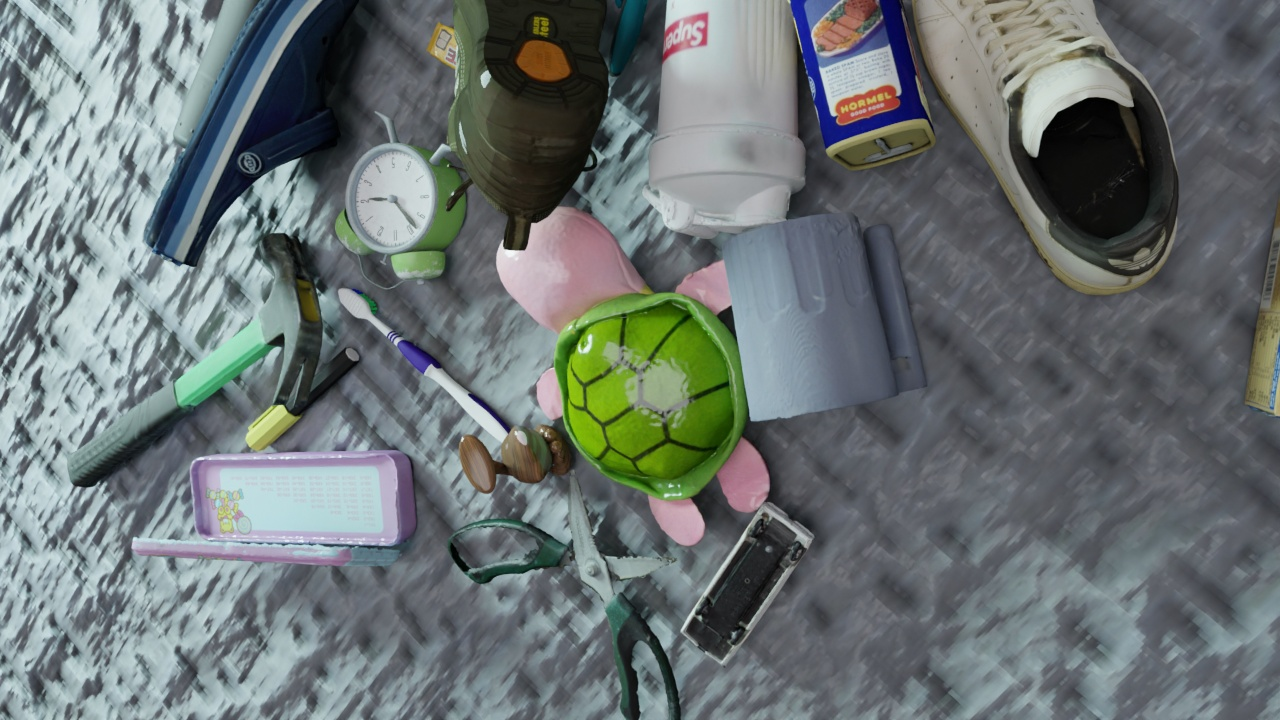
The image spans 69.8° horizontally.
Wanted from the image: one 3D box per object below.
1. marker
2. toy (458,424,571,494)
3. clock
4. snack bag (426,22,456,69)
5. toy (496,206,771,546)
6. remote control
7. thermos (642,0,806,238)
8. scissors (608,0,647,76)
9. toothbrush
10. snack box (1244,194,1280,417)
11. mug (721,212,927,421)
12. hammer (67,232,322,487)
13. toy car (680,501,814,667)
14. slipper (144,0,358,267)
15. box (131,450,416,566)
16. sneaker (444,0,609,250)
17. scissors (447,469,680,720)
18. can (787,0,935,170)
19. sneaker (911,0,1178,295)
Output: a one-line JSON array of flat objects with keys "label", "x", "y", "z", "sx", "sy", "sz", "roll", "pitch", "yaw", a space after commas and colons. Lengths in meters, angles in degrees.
[{"label": "marker", "x": -0.272, "y": 0.030, "z": 0.736, "sx": 0.124, "sy": 0.017, "sz": 0.021, "roll": -38, "pitch": 80, "yaw": 18}, {"label": "toy", "x": -0.079, "y": 0.065, "z": 0.622, "sx": 0.055, "sy": 0.102, "sz": 0.041, "roll": -27, "pitch": 77, "yaw": 4}, {"label": "clock", "x": -0.174, "y": -0.110, "z": 0.675, "sx": 0.094, "sy": 0.042, "sz": 0.119, "roll": 30, "pitch": 103, "yaw": 19}, {"label": "snack bag", "x": -0.114, "y": -0.212, "z": 0.656, "sx": 0.099, "sy": 0.020, "sz": 0.026, "roll": 34, "pitch": 106, "yaw": 17}, {"label": "toy", "x": -0.004, "y": 0.003, "z": 0.589, "sx": 0.191, "sy": 0.087, "sz": 0.238, "roll": -30, "pitch": 87, "yaw": 32}, {"label": "remote control", "x": -0.343, "y": -0.240, "z": 0.747, "sx": 0.041, "sy": 0.020, "sz": 0.152, "roll": 31, "pitch": 103, "yaw": 16}, {"label": "thermos", "x": 0.053, "y": -0.186, "z": 0.556, "sx": 0.099, "sy": 0.099, "sz": 0.220, "roll": 1, "pitch": 89, "yaw": 22}, {"label": "scissors", "x": -0.011, "y": -0.247, "z": 0.575, "sx": 0.124, "sy": 0.019, "sz": 0.156, "roll": 55, "pitch": 151, "yaw": 35}, {"label": "toothbrush", "x": -0.161, "y": 0.003, "z": 0.691, "sx": 0.186, "sy": 0.016, "sz": 0.015, "roll": 39, "pitch": 106, "yaw": 13}, {"label": "snack box", "x": 0.354, "y": -0.071, "z": 0.454, "sx": 0.056, "sy": 0.057, "sz": 0.207, "roll": 8, "pitch": 96, "yaw": 20}, {"label": "mug", "x": 0.111, "y": -0.026, "z": 0.531, "sx": 0.084, "sy": 0.123, "sz": 0.104, "roll": -15, "pitch": 85, "yaw": 59}, {"label": "hammer", "x": -0.380, "y": 0.028, "z": 0.767, "sx": 0.319, "sy": 0.032, "sz": 0.130, "roll": -30, "pitch": 71, "yaw": 23}, {"label": "toy car", "x": 0.070, "y": 0.143, "z": 0.592, "sx": 0.039, "sy": 0.039, "sz": 0.113, "roll": 35, "pitch": 110, "yaw": 17}, {"label": "slipper", "x": -0.279, "y": -0.178, "z": 0.691, "sx": 0.095, "sy": 0.105, "sz": 0.253, "roll": 30, "pitch": 90, "yaw": -24}, {"label": "box", "x": -0.288, "y": 0.120, "z": 0.708, "sx": 0.214, "sy": 0.092, "sz": 0.089, "roll": -3, "pitch": 92, "yaw": 22}, {"label": "sneaker", "x": -0.073, "y": -0.159, "z": 0.582, "sx": 0.101, "sy": 0.237, "sz": 0.143, "roll": 3, "pitch": 133, "yaw": -14}, {"label": "scissors", "x": -0.052, "y": 0.173, "z": 0.646, "sx": 0.202, "sy": 0.015, "sz": 0.202, "roll": -7, "pitch": 100, "yaw": 34}, {"label": "can", "x": 0.126, "y": -0.161, "z": 0.512, "sx": 0.057, "sy": 0.116, "sz": 0.092, "roll": -14, "pitch": 90, "yaw": 22}, {"label": "sneaker", "x": 0.209, "y": -0.148, "z": 0.484, "sx": 0.089, "sy": 0.102, "sz": 0.241, "roll": -26, "pitch": 83, "yaw": 21}]
